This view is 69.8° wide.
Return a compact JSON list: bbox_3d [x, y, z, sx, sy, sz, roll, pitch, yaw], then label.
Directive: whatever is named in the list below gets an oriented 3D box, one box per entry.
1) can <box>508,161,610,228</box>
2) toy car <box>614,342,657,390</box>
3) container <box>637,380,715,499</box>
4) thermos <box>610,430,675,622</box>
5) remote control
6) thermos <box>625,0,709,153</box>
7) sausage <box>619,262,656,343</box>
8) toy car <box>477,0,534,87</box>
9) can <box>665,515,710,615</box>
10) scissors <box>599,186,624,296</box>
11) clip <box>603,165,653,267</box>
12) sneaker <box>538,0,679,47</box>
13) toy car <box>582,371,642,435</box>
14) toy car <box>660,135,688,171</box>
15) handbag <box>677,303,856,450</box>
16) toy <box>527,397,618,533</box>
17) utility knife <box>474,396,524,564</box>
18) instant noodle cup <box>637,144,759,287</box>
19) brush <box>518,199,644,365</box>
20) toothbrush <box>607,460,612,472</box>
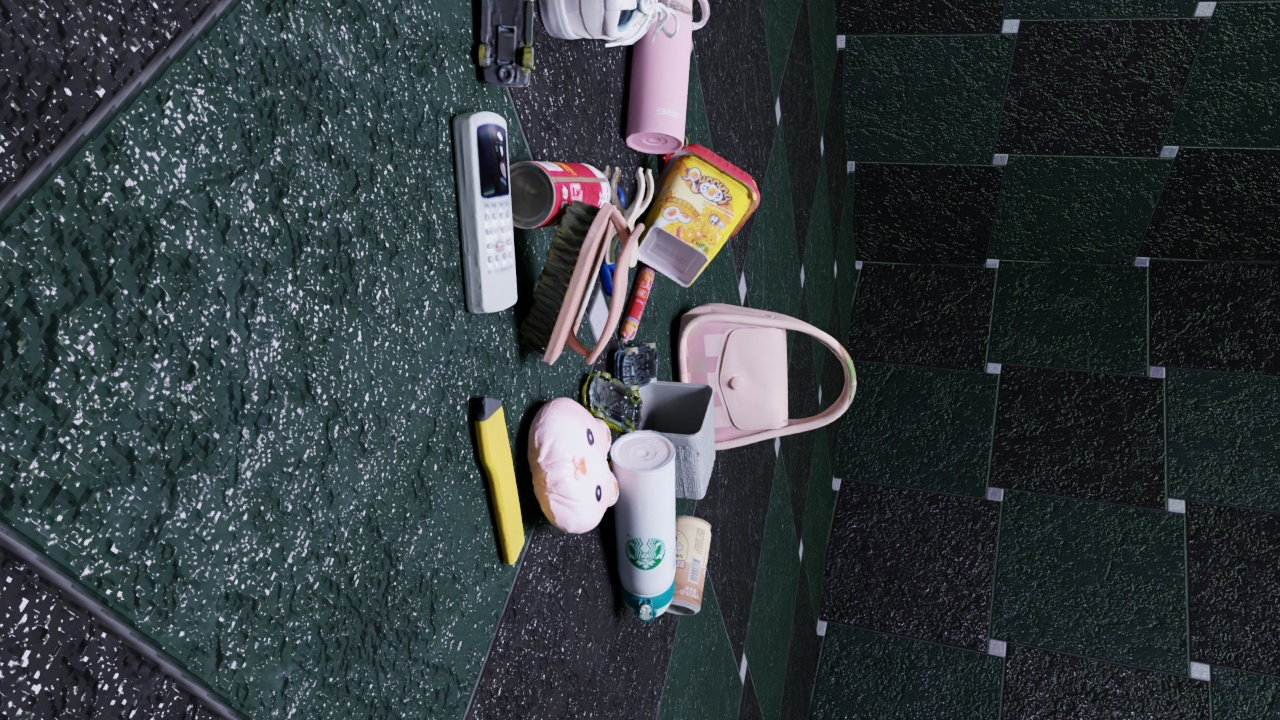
[{"bbox_3d":[-0.071,-0.142,0.781,0.132,0.053,0.053,-30,120,-69],"label":"can"},{"bbox_3d":[-0.006,0.006,1.021,0.105,0.031,0.049,-16,107,-69],"label":"toy car"},{"bbox_3d":[0.040,0.097,1.082,0.090,0.090,0.114,-66,154,-48],"label":"container"},{"bbox_3d":[0.005,0.184,0.982,0.073,0.073,0.225,-63,156,-53],"label":"thermos"},{"bbox_3d":[-0.116,-0.112,0.699,0.058,0.021,0.150,-34,124,-68],"label":"remote control"},{"bbox_3d":[0.032,-0.335,1.032,0.067,0.087,0.198,-14,-112,63],"label":"thermos"},{"bbox_3d":[0.001,-0.078,1.053,0.020,0.020,0.155,71,27,-45],"label":"sausage"},{"bbox_3d":[-0.102,-0.256,0.700,0.035,0.042,0.090,-114,-154,-78],"label":"toy car"},{"bbox_3d":[0.056,0.264,1.183,0.058,0.058,0.116,62,34,-56],"label":"can"},{"bbox_3d":[-0.042,-0.121,0.937,0.175,0.012,0.162,67,32,-50],"label":"scissors"},{"bbox_3d":[-0.028,-0.152,0.933,0.034,0.084,0.105,-24,139,-67],"label":"clip"},{"bbox_3d":[-0.011,-0.351,0.887,0.241,0.091,0.089,-50,139,-63],"label":"sneaker"},{"bbox_3d":[-0.032,0.046,0.948,0.105,0.032,0.048,36,57,-55],"label":"toy car"},{"bbox_3d":[0.042,-0.245,1.147,0.049,0.031,0.106,-45,134,-65],"label":"toy car"},{"bbox_3d":[0.168,0.022,1.223,0.093,0.234,0.193,-50,138,-64],"label":"handbag"},{"bbox_3d":[-0.055,0.094,0.840,0.159,0.054,0.121,4,76,-72],"label":"toy"},{"bbox_3d":[-0.113,0.096,0.732,0.033,0.015,0.154,-44,134,-56],"label":"utility knife"},{"bbox_3d":[0.058,-0.163,1.059,0.123,0.116,0.116,-62,-175,-29],"label":"instant noodle cup"},{"bbox_3d":[-0.046,-0.065,0.761,0.146,0.073,0.063,-66,174,33],"label":"brush"},{"bbox_3d":[-0.050,0.121,0.917,0.191,0.018,0.016,-16,104,-71],"label":"toothbrush"}]
